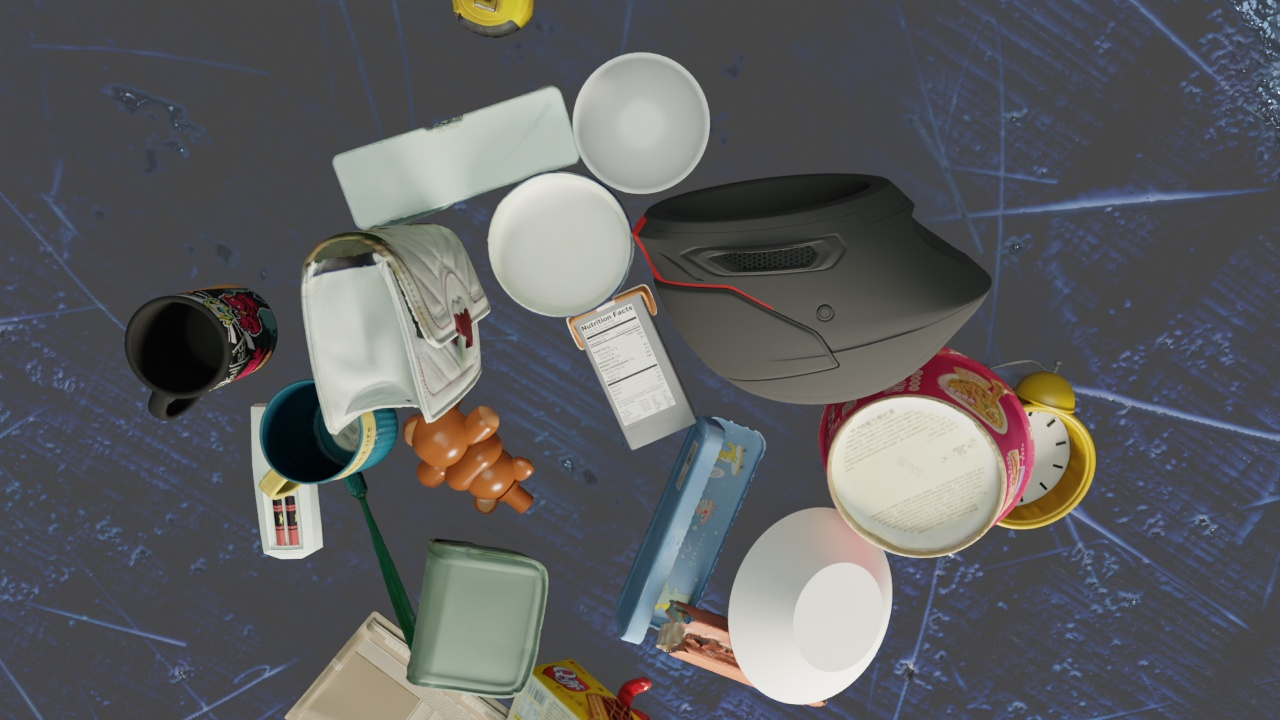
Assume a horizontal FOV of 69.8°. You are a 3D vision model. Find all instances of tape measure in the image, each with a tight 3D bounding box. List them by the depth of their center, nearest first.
[{"bbox_3d":[-0.120,-0.295,0.742,0.065,0.037,0.064,15,100,-2],"label":"tape measure"}]

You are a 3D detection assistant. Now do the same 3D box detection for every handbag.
[{"bbox_3d":[-0.181,-0.035,0.710,0.096,0.198,0.142,-5,102,4],"label":"handbag"},{"bbox_3d":[-0.143,0.223,0.804,0.106,0.067,0.121,11,82,-14],"label":"handbag"},{"bbox_3d":[-0.190,0.295,0.847,0.175,0.062,0.198,38,90,-4],"label":"handbag"}]

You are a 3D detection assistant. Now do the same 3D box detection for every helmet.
[{"bbox_3d":[0.134,-0.050,0.719,0.265,0.164,0.170,-5,112,12],"label":"helmet"}]

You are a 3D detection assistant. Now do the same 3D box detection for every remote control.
[{"bbox_3d":[-0.320,0.110,0.824,0.049,0.024,0.143,-2,100,1],"label":"remote control"}]

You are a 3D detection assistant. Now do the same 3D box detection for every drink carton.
[{"bbox_3d":[-0.005,0.005,0.789,0.076,0.048,0.125,-24,99,5],"label":"drink carton"}]

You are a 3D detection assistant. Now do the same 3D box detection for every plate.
[{"bbox_3d":[0.161,0.217,0.794,0.173,0.036,0.174,-1,93,-25],"label":"plate"}]

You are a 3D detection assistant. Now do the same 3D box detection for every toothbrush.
[{"bbox_3d":[-0.227,0.187,0.823,0.016,0.017,0.189,-21,88,-10],"label":"toothbrush"}]

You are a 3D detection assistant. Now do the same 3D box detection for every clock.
[{"bbox_3d":[0.328,0.073,0.798,0.113,0.052,0.152,-14,104,3],"label":"clock"}]

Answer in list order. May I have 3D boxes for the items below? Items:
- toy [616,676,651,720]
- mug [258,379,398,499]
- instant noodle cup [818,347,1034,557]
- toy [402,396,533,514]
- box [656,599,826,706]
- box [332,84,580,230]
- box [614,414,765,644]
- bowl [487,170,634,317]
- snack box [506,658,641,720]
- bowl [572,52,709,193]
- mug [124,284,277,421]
[{"bbox_3d":[0.002,0.363,0.859,0.088,0.094,0.133,-15,74,43],"label":"toy"},{"bbox_3d":[-0.267,0.068,0.767,0.083,0.107,0.113,43,90,1],"label":"mug"},{"bbox_3d":[0.228,0.084,0.755,0.179,0.077,0.179,6,107,21],"label":"instant noodle cup"},{"bbox_3d":[-0.146,0.083,0.807,0.127,0.065,0.095,42,106,-15],"label":"toy"},{"bbox_3d":[0.100,0.253,0.809,0.188,0.058,0.062,28,68,-26],"label":"box"},{"bbox_3d":[-0.150,-0.165,0.762,0.199,0.066,0.083,-19,80,3],"label":"box"},{"bbox_3d":[0.044,0.154,0.804,0.078,0.074,0.209,20,100,-7],"label":"box"},{"bbox_3d":[-0.064,-0.098,0.764,0.118,0.062,0.118,0,100,0],"label":"bowl"},{"bbox_3d":[-0.063,0.332,0.816,0.106,0.061,0.084,27,103,41],"label":"snack box"},{"bbox_3d":[0.000,-0.193,0.757,0.110,0.040,0.110,0,100,1],"label":"bowl"},{"bbox_3d":[-0.371,-0.003,0.767,0.082,0.098,0.118,29,99,-5],"label":"mug"}]
